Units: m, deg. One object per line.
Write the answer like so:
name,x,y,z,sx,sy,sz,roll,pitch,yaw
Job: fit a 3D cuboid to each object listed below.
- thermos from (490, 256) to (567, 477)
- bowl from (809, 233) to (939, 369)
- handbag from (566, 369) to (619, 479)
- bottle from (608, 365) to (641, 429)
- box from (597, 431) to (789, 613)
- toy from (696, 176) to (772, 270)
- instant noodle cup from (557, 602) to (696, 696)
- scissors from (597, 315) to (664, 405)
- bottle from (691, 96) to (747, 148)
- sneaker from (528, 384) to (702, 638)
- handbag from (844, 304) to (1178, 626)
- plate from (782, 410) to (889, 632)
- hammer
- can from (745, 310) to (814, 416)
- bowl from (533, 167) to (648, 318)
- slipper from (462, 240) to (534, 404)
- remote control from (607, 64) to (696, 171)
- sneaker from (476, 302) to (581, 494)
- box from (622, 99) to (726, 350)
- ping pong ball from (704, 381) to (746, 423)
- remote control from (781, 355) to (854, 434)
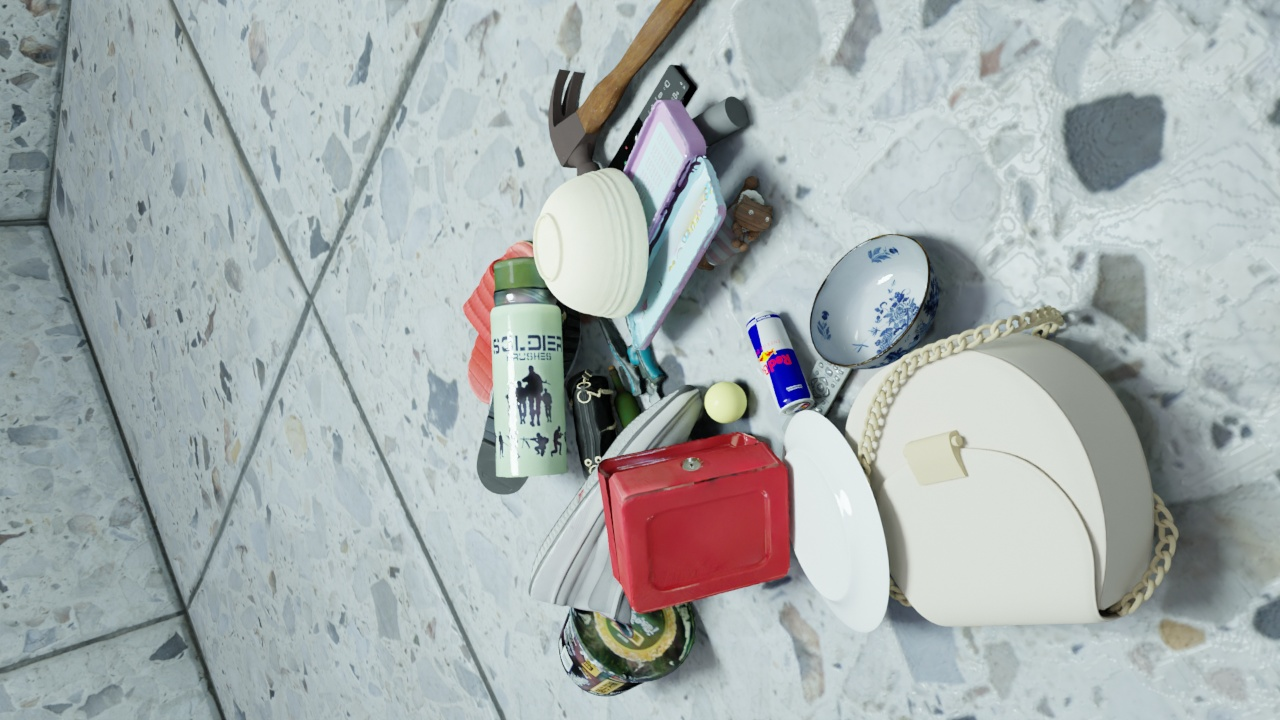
thermos,-0.116,0.006,0.976,0.082,0.082,0.231,-8,84,48
bowl,0.192,-0.039,0.722,0.115,0.045,0.114,-35,40,36
handbag,-0.052,0.074,0.993,0.054,0.079,0.128,-8,93,6
bottle,-0.013,0.055,0.993,0.025,0.025,0.106,-32,76,46
box,0.051,0.145,0.829,0.110,0.157,0.134,-152,51,-70
toy,0.082,-0.117,0.840,0.102,0.041,0.054,-55,37,30
instant noodle cup,-0.026,0.295,0.993,0.137,0.137,0.113,57,143,21
scissors,-0.003,-0.001,0.975,0.123,0.019,0.148,19,114,42
bottle,0.050,-0.209,0.860,0.113,0.030,0.030,-19,85,47
sneaker,0.004,0.150,0.916,0.128,0.097,0.263,33,90,-6
handbag,0.255,0.086,0.670,0.211,0.103,0.208,-28,79,57
plate,0.153,0.136,0.774,0.189,0.016,0.188,168,91,-77
hammer,0.002,-0.302,0.876,0.324,0.033,0.115,-42,63,44
can,0.123,0.002,0.817,0.032,0.032,0.095,-43,56,43
bowl,-0.060,-0.114,0.911,0.151,0.075,0.151,26,119,59
slipper,-0.177,-0.042,1.122,0.103,0.059,0.249,50,132,27
remote control,0.006,-0.224,0.916,0.034,0.013,0.150,57,134,21
sneaker,-0.137,0.034,1.072,0.124,0.089,0.239,159,129,-80
box,0.014,-0.123,0.877,0.215,0.034,0.150,121,138,-50
ping pong ball,0.081,0.040,0.877,0.040,0.040,0.040,13,109,45
remote control,0.163,0.019,0.804,0.033,0.013,0.137,44,128,32
